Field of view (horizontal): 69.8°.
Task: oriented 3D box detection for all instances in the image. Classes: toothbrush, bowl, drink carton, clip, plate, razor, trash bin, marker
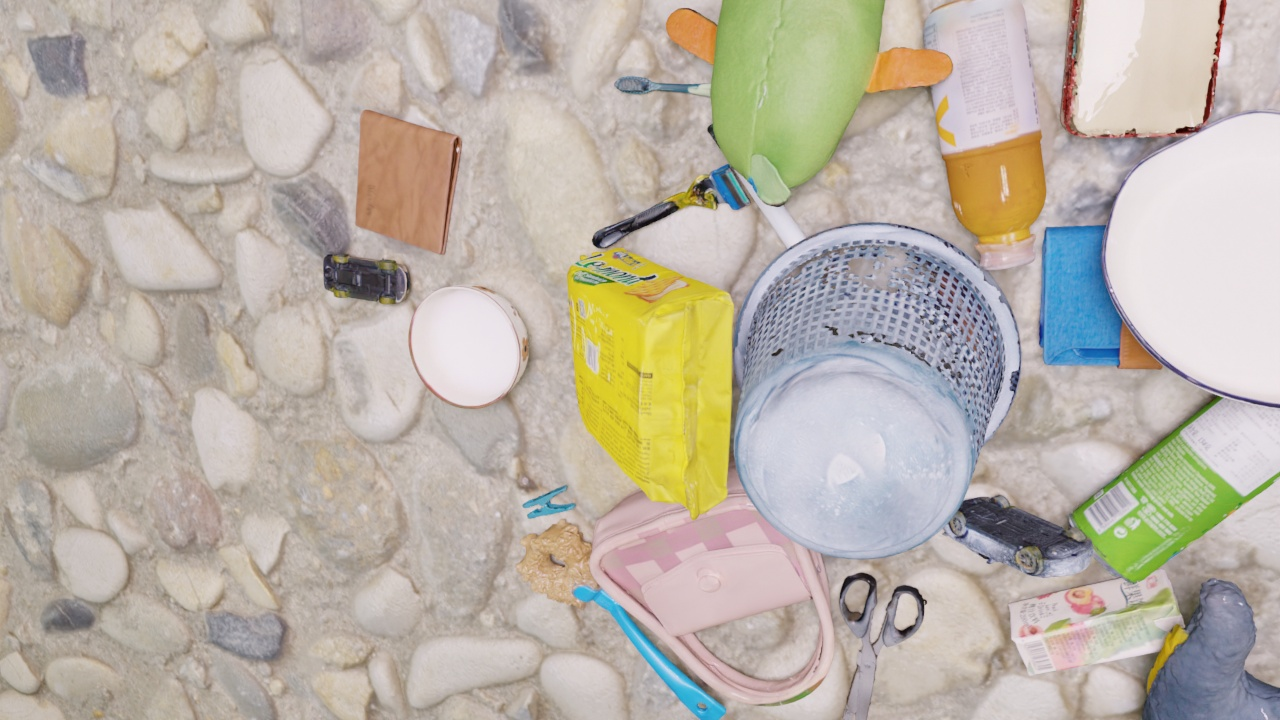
[{"bbox_3d":[0.068,-0.215,0.732,0.192,0.018,0.016,9,108,18],"label":"toothbrush"},{"bbox_3d":[-0.150,-0.018,0.846,0.113,0.062,0.113,5,107,17],"label":"bowl"},{"bbox_3d":[0.362,0.210,0.727,0.123,0.053,0.045,-21,101,24],"label":"drink carton"},{"bbox_3d":[-0.090,0.141,0.896,0.056,0.014,0.041,-22,96,25],"label":"clip"},{"bbox_3d":[0.408,-0.062,0.588,0.205,0.045,0.204,-7,69,19],"label":"plate"},{"bbox_3d":[0.020,-0.126,0.775,0.143,0.022,0.042,-19,130,25],"label":"razor"},{"bbox_3d":[0.159,0.030,0.662,0.227,0.194,0.227,7,112,17],"label":"trash bin"},{"bbox_3d":[0.097,-0.140,0.743,0.023,0.018,0.130,-35,91,44],"label":"marker"}]

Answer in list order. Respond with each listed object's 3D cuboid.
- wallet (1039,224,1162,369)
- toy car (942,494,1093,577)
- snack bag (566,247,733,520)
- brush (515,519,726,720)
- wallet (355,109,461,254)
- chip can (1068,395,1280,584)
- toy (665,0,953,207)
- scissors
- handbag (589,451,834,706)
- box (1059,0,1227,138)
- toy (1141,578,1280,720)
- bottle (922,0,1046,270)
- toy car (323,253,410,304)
[{"bbox_3d":[0.362,-0.047,0.663,0.133,0.040,0.106,1,101,21],"label":"wallet"},{"bbox_3d":[0.286,0.137,0.705,0.121,0.054,0.037,20,120,62],"label":"toy car"},{"bbox_3d":[-0.004,0.004,0.720,0.068,0.246,0.158,-6,107,-20],"label":"snack bag"},{"bbox_3d":[-0.019,0.252,0.879,0.254,0.045,0.083,43,111,10],"label":"brush"},{"bbox_3d":[-0.219,-0.165,0.854,0.101,0.020,0.115,19,113,16],"label":"wallet"},{"bbox_3d":[0.420,0.062,0.653,0.072,0.072,0.237,42,115,5],"label":"chip can"},{"bbox_3d":[0.114,-0.237,0.663,0.227,0.089,0.247,22,107,33],"label":"toy"},{"bbox_3d":[0.198,0.268,0.830,0.145,0.014,0.173,46,118,1],"label":"scissors"},{"bbox_3d":[0.082,0.209,0.823,0.194,0.093,0.234,-23,104,25],"label":"handbag"},{"bbox_3d":[0.327,-0.232,0.598,0.091,0.079,0.168,4,106,19],"label":"box"},{"bbox_3d":[0.460,0.299,0.684,0.138,0.091,0.356,-31,109,37],"label":"toy"},{"bbox_3d":[0.249,-0.160,0.654,0.068,0.067,0.189,-9,102,22],"label":"bottle"},{"bbox_3d":[-0.262,-0.080,0.884,0.090,0.035,0.042,10,110,17],"label":"toy car"}]
